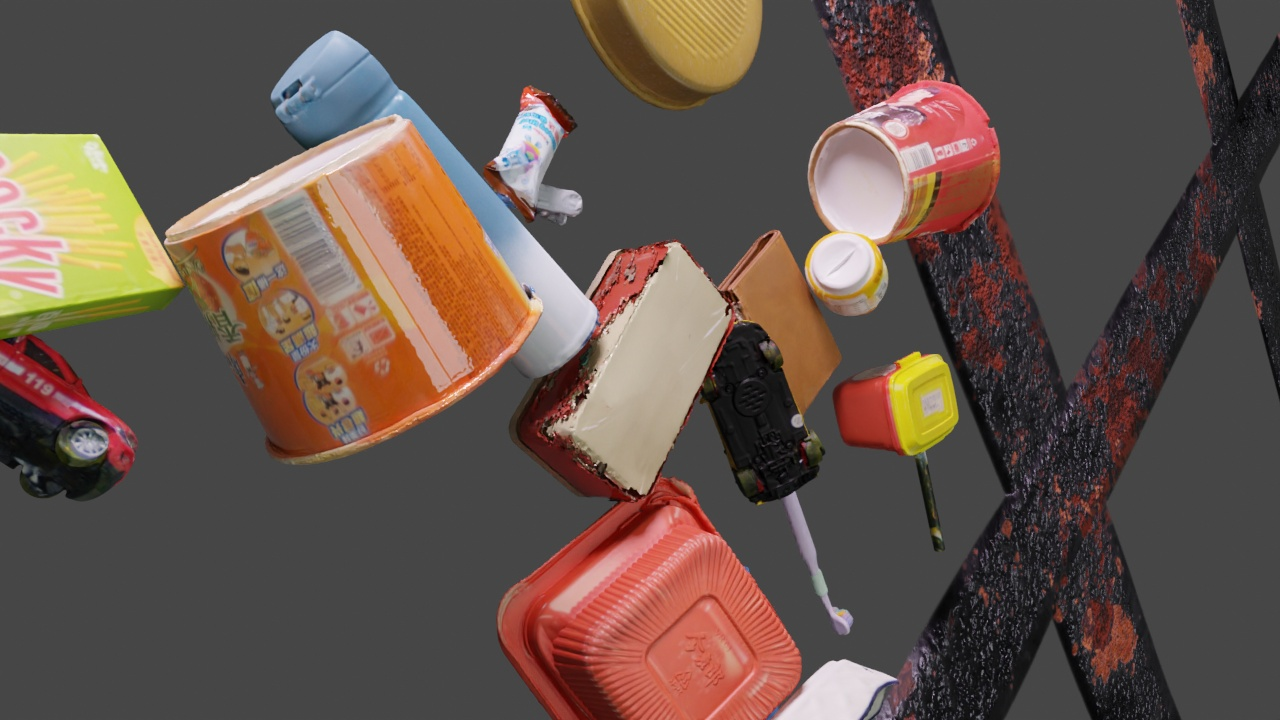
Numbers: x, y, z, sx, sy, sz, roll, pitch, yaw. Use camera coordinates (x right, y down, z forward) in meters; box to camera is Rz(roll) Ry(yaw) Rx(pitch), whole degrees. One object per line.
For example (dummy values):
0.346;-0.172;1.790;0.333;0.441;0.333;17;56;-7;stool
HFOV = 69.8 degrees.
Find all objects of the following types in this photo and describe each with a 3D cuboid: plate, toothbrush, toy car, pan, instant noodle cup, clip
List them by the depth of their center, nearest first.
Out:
-0.268;0.012;0.385;0.120;0.053;0.045;46;38;-24;toy car
-0.137;-0.040;0.435;0.151;0.152;0.111;-45;120;-35;instant noodle cup
0.020;0.183;0.581;0.164;0.079;0.189;-39;98;-25;instant noodle cup
-0.066;-0.106;0.601;0.056;0.028;0.024;16;70;-30;clip
0.095;0.285;0.627;0.204;0.045;0.205;-37;150;-26;plate
-0.042;-0.313;0.627;0.357;0.078;0.197;30;64;-43;pan
0.088;0.039;0.700;0.071;0.041;0.156;-26;109;-4;toy car
0.138;0.144;0.763;0.021;0.029;0.189;-23;103;-3;toothbrush
0.221;-0.166;0.797;0.108;0.138;0.138;-22;101;-33;instant noodle cup
0.277;0.098;0.894;0.012;0.017;0.186;-21;100;-49;toothbrush

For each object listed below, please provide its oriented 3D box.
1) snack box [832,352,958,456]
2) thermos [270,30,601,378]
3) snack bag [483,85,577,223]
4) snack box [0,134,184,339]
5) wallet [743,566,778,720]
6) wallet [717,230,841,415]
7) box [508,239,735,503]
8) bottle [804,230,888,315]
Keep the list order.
0.222;0.038;0.808;0.091;0.080;0.082;-19;100;-41;snack box
-0.113;-0.085;0.528;0.220;0.070;0.070;49;56;-27;thermos
-0.071;-0.133;0.584;0.045;0.026;0.105;47;41;-33;snack bag
-0.271;-0.048;0.359;0.086;0.026;0.156;60;30;4;snack box
0.057;0.229;0.671;0.106;0.040;0.133;-14;92;-45;wallet
0.113;-0.024;0.748;0.107;0.031;0.132;-49;118;-38;wallet
-0.003;0.004;0.608;0.091;0.079;0.168;45;58;-30;box
0.179;-0.068;0.780;0.108;0.063;0.063;29;64;-66;bottle
